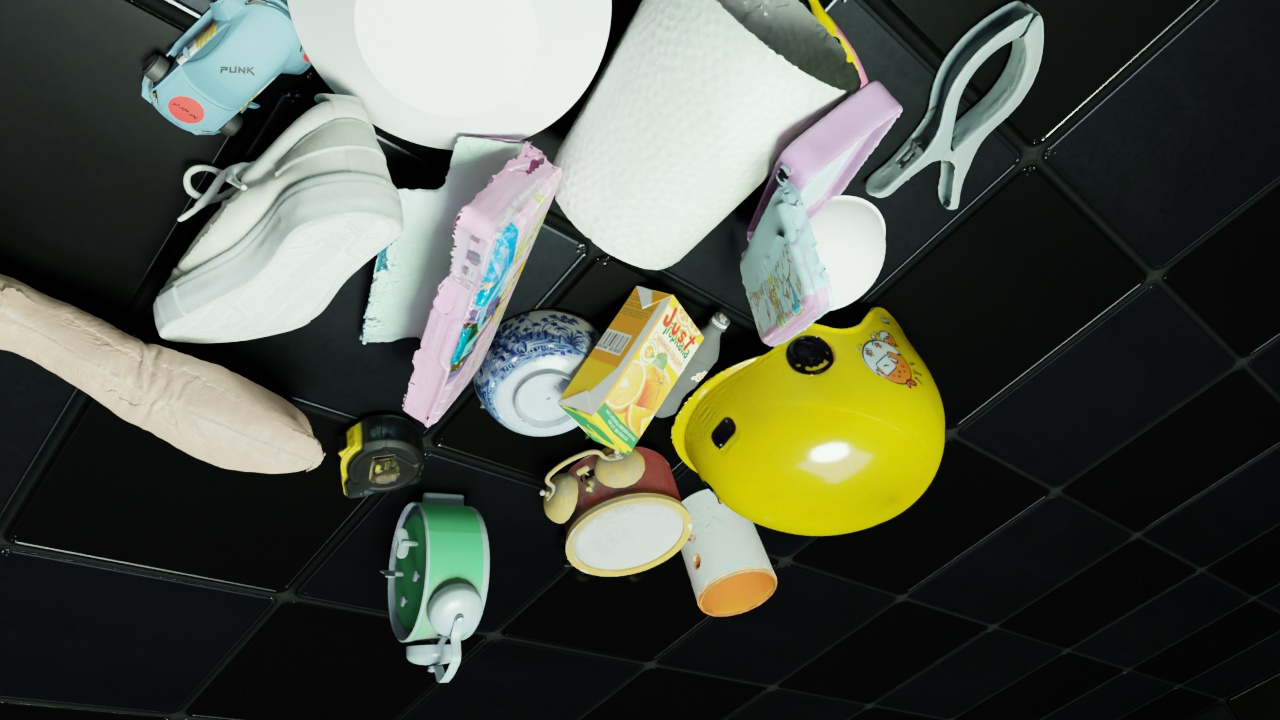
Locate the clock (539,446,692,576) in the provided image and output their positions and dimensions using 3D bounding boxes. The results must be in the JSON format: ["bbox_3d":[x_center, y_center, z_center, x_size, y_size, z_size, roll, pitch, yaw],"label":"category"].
[{"bbox_3d":[-0.027,0.125,0.849,0.117,0.081,0.159,-31,135,13],"label":"clock"}]

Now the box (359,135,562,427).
[{"bbox_3d":[-0.134,-0.056,0.609,0.090,0.084,0.231,32,141,-2],"label":"box"}]

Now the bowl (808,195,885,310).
[{"bbox_3d":[0.153,-0.075,0.736,0.110,0.040,0.110,-10,137,-10],"label":"bowl"}]

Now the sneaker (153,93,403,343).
[{"bbox_3d":[-0.230,-0.082,0.568,0.243,0.090,0.089,-24,163,40],"label":"sneaker"}]

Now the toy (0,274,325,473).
[{"bbox_3d":[-0.346,0.013,0.626,0.264,0.065,0.196,28,162,-21],"label":"toy"}]

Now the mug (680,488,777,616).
[{"bbox_3d":[0.084,0.195,0.942,0.082,0.105,0.082,-10,137,-10],"label":"mug"}]

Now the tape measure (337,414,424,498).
[{"bbox_3d":[-0.216,0.080,0.765,0.071,0.042,0.072,-6,133,-10],"label":"tape measure"}]

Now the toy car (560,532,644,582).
[{"bbox_3d":[-0.031,0.193,0.939,0.100,0.048,0.051,8,130,-26],"label":"toy car"}]

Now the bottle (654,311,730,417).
[{"bbox_3d":[0.040,0.003,0.778,0.036,0.036,0.110,14,128,-31],"label":"bottle"}]

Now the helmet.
[{"bbox_3d":[0.163,0.079,0.805,0.239,0.139,0.210,-15,138,-18],"label":"helmet"}]

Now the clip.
[{"bbox_3d":[0.225,-0.180,0.665,0.090,0.027,0.163,-1,134,-17],"label":"clip"}]

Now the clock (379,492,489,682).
[{"bbox_3d":[-0.183,0.204,0.815,0.075,0.161,0.122,8,131,-28],"label":"clock"}]

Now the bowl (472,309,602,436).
[{"bbox_3d":[-0.076,0.020,0.731,0.114,0.045,0.114,-6,123,-9],"label":"bowl"}]

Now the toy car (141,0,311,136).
[{"bbox_3d":[-0.233,-0.164,0.517,0.108,0.027,0.060,-35,135,16],"label":"toy car"}]

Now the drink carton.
[{"bbox_3d":[-0.004,0.004,0.719,0.122,0.041,0.058,-57,137,-17],"label":"drink carton"}]

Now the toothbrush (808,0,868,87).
[{"bbox_3d":[0.125,-0.214,0.604,0.021,0.016,0.135,-34,138,12],"label":"toothbrush"}]

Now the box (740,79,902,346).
[{"bbox_3d":[0.101,-0.084,0.591,0.062,0.140,0.214,17,175,2],"label":"box"}]

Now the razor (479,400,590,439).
[{"bbox_3d":[-0.085,0.041,0.787,0.105,0.026,0.043,8,133,-21],"label":"razor"}]

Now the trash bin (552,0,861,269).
[{"bbox_3d":[0.029,-0.147,0.560,0.133,0.133,0.162,17,131,-33],"label":"trash bin"}]

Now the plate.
[{"bbox_3d":[-0.101,-0.181,0.488,0.174,0.036,0.174,-3,132,-4],"label":"plate"}]
